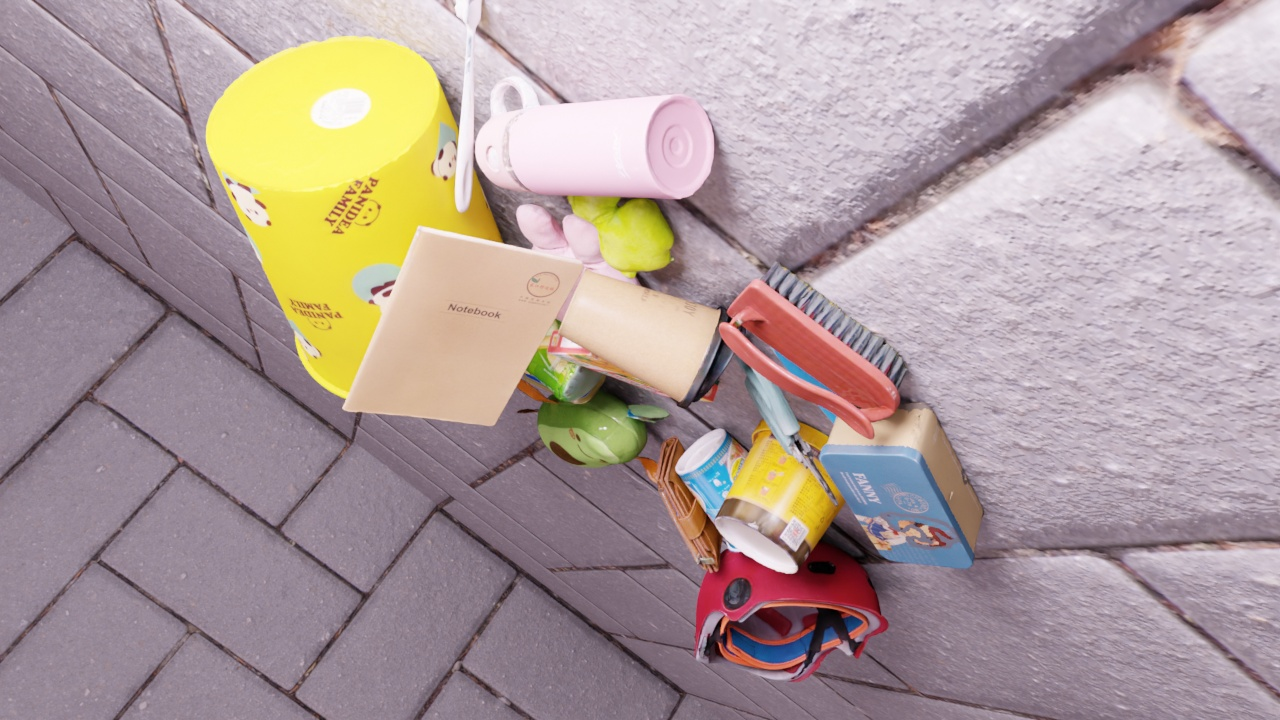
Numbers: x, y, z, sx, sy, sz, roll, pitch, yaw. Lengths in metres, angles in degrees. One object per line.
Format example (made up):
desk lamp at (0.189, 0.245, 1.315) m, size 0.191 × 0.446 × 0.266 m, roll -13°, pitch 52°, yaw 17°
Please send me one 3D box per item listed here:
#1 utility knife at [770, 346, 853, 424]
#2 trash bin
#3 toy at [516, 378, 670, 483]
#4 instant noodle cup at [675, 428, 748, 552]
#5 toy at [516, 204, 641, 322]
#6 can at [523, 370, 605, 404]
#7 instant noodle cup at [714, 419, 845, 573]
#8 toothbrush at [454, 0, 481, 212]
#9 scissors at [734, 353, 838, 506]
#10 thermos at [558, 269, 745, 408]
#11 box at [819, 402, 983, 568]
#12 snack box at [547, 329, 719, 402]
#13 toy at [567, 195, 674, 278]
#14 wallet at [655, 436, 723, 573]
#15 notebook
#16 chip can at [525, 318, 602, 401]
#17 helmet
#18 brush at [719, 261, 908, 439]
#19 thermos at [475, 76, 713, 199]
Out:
utility knife at (0.180, 0.051, 0.795) m, size 0.034 × 0.018 × 0.218 m, roll -12°, pitch 130°, yaw 42°
trash bin at (-0.237, -0.123, 0.811) m, size 0.230 × 0.229 × 0.256 m, roll 27°, pitch 151°, yaw 22°
toy at (-0.062, 0.086, 1.136) m, size 0.227 × 0.089 × 0.247 m, roll 31°, pitch 164°, yaw -15°
instant noodle cup at (0.099, 0.136, 1.005) m, size 0.110 × 0.099 × 0.099 m, roll 49°, pitch 157°, yaw -10°
toy at (-0.054, -0.080, 0.828) m, size 0.121 × 0.054 × 0.160 m, roll 16°, pitch 150°, yaw 21°
can at (-0.098, -0.007, 1.043) m, size 0.102 × 0.057 × 0.083 m, roll 23°, pitch 153°, yaw 29°
instant noodle cup at (0.140, 0.135, 0.898) m, size 0.118 × 0.114 × 0.119 m, roll 30°, pitch 157°, yaw 14°
toothbrush at (-0.132, -0.189, 0.686) m, size 0.016 × 0.016 × 0.180 m, roll 36°, pitch 136°, yaw 26°
scissors at (0.129, 0.065, 0.792) m, size 0.180 × 0.019 × 0.143 m, roll 61°, pitch 177°, yaw 29°
thermos at (0.008, -0.022, 0.776) m, size 0.143 × 0.093 × 0.093 m, roll 24°, pitch 159°, yaw -3°
box at (0.220, 0.102, 0.768) m, size 0.090 × 0.060 × 0.184 m, roll -5°, pitch 138°, yaw 40°
snack box at (-0.005, 0.005, 0.890) m, size 0.155 × 0.027 × 0.077 m, roll 21°, pitch 170°, yaw -35°
toy at (-0.013, -0.110, 0.728) m, size 0.100 × 0.031 × 0.097 m, roll 34°, pitch 140°, yaw -6°
wallet at (0.055, 0.167, 1.041) m, size 0.131 × 0.035 × 0.118 m, roll 62°, pitch -166°, yaw -16°
notebook at (-0.156, -0.020, 0.794) m, size 0.147 × 0.008 × 0.208 m, roll 9°, pitch 131°, yaw -33°
chip can at (-0.133, -0.043, 0.964) m, size 0.221 × 0.072 × 0.073 m, roll 37°, pitch 160°, yaw 18°
helmet at (0.174, 0.278, 1.097) m, size 0.206 × 0.143 × 0.241 m, roll 22°, pitch 136°, yaw -28°
brush at (0.131, -0.003, 0.689) m, size 0.146 × 0.069 × 0.063 m, roll 36°, pitch 160°, yaw 0°
thermos at (-0.042, -0.159, 0.649) m, size 0.199 × 0.067 × 0.087 m, roll 15°, pitch 118°, yaw 46°
